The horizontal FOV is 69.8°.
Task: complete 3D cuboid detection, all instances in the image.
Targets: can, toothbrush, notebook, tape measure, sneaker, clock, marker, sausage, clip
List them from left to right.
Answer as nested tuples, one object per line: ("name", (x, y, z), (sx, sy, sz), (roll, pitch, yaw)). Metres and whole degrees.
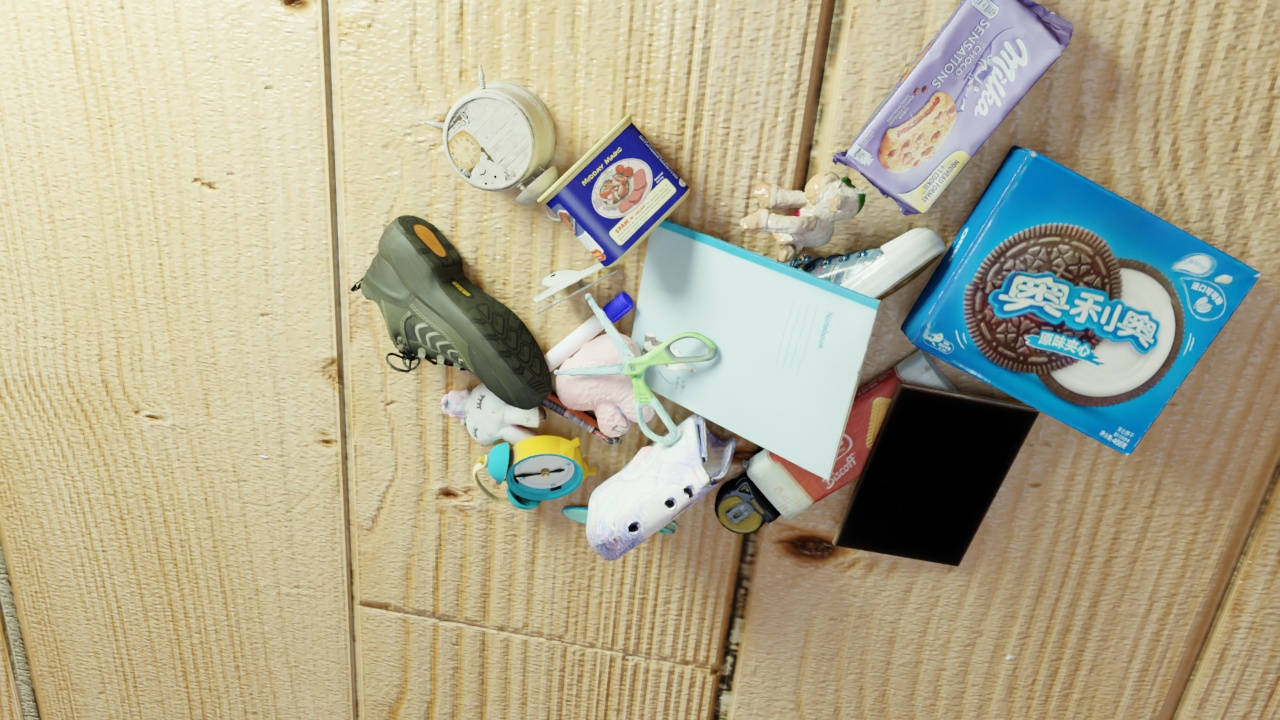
("sneaker", (-0.212, -0.018, 0.949), (0.143, 0.100, 0.238), (-41, 92, 21))
("clock", (-0.126, -0.197, 0.886), (0.104, 0.061, 0.157), (-38, 99, 22))
("clock", (-0.119, 0.123, 1.013), (0.130, 0.043, 0.099), (-17, 136, 8))
("sausage", (-0.087, 0.050, 1.002), (0.155, 0.020, 0.020), (29, 114, -2))
("clip", (-0.073, -0.070, 0.934), (0.056, 0.101, 0.045), (-4, 113, 59))
("marker", (-0.065, -0.023, 0.968), (0.142, 0.020, 0.020), (-38, 101, 22))
("can", (-0.023, -0.157, 0.865), (0.116, 0.056, 0.092), (-46, 102, -10))
("toothbrush", (-0.025, 0.183, 1.047), (0.135, 0.017, 0.022), (6, 116, 8))
("notebook", (0.094, -0.017, 0.878), (0.254, 0.009, 0.181), (26, 118, 33))
("tape measure", (0.111, 0.160, 1.002), (0.061, 0.034, 0.061), (-38, 100, 24))
("sneaker", (0.173, -0.071, 0.880), (0.236, 0.087, 0.079), (-31, 84, 26))
("notebook", (0.296, 0.122, 0.937), (0.141, 0.008, 0.210), (10, 121, -5))

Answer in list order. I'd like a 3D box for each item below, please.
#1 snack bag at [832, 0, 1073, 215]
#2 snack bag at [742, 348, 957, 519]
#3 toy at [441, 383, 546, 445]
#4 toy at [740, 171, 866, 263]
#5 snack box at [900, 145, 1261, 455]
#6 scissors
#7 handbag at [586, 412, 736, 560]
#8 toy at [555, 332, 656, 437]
("snack bag", (0.269, -0.232, 0.799), (0.096, 0.058, 0.206), (35, 111, -8))
("snack bag", (0.217, 0.079, 0.946), (0.226, 0.041, 0.077), (-37, 104, 20))
("toy", (-0.163, 0.062, 1.012), (0.123, 0.037, 0.079), (16, 126, 9))
("toy", (0.153, -0.136, 0.838), (0.106, 0.085, 0.074), (-19, 106, 29))
("snack box", (0.391, -0.052, 0.831), (0.239, 0.056, 0.196), (27, 107, -4))
("scissors", (-0.006, 0.011, 0.912), (0.172, 0.023, 0.172), (-7, 108, 20))
("handbag", (0.020, 0.127, 0.956), (0.159, 0.126, 0.069), (-39, 98, 24))
("toy", (-0.033, 0.029, 0.960), (0.108, 0.053, 0.105), (-32, 93, 24))
